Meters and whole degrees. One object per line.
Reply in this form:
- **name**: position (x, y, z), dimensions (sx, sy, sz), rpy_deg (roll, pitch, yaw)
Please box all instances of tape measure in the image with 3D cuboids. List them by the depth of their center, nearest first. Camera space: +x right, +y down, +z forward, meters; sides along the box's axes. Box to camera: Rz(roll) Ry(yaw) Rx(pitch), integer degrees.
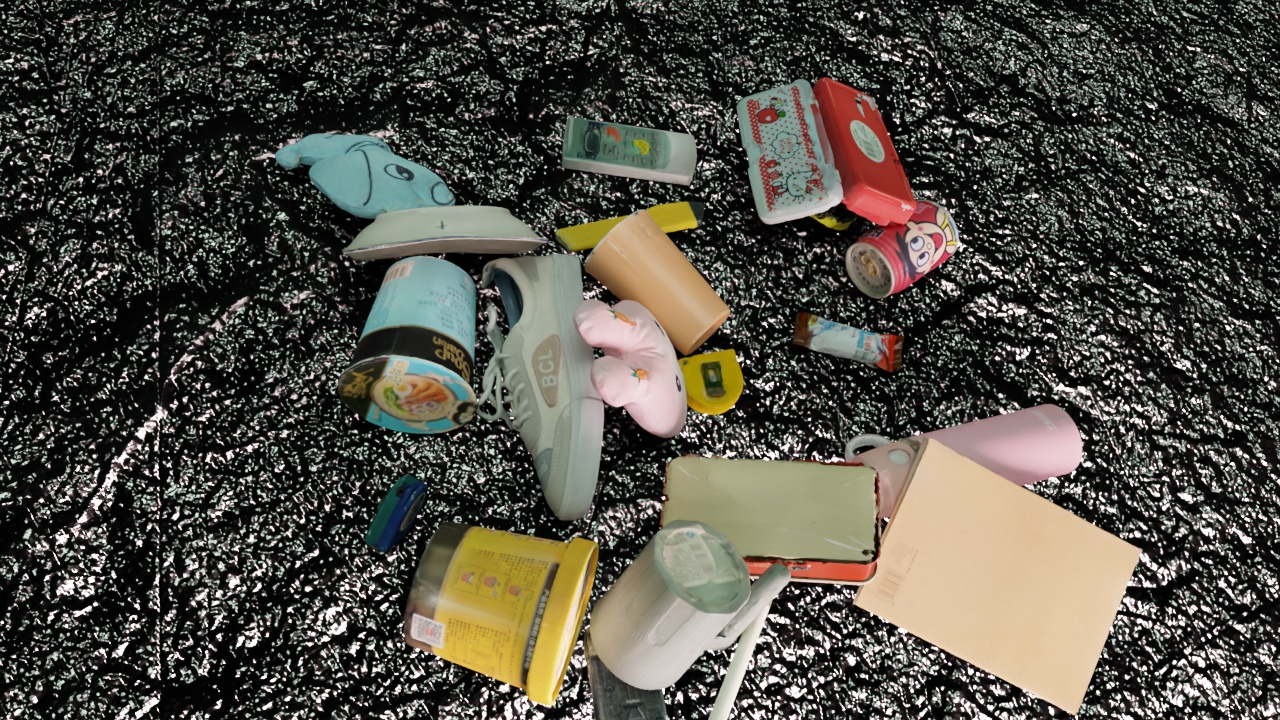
- **tape measure**: position (-0.189, 0.116, 0.714), dimensions (0.025, 0.054, 0.058), rpy_deg (28, 95, 2)
- **tape measure**: position (0.064, 0.018, 0.820), dimensions (0.060, 0.029, 0.057), rpy_deg (-9, 67, -14)

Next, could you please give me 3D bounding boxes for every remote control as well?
- **remote control**: position (-0.011, -0.212, 0.926), dimensions (0.135, 0.019, 0.056), rpy_deg (7, 63, -6)

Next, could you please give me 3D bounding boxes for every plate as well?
- **plate**: position (-0.164, -0.107, 0.772), dimensions (0.164, 0.164, 0.034), rpy_deg (-4, 94, -12)

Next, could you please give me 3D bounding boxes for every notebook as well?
- **notebook**: position (0.294, 0.176, 0.751), dimensions (0.211, 0.012, 0.149), rpy_deg (27, 81, -5)

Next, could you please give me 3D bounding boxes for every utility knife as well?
- **utility knife**: position (-0.007, -0.130, 0.889), dimensions (0.153, 0.015, 0.033), rpy_deg (-13, 61, -15)

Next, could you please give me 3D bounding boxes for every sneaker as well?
- **sneaker**: position (-0.089, 0.014, 0.761), dimensions (0.090, 0.090, 0.241), rpy_deg (1, 61, -18)

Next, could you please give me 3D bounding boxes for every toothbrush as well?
- **toothbrush**: position (0.062, 0.262, 0.706), dimensions (0.029, 0.020, 0.189), rpy_deg (42, 59, -22)

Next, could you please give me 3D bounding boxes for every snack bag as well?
- **snack bag**: position (0.195, -0.018, 0.863), dimensions (0.104, 0.026, 0.048), rpy_deg (17, 50, -1)

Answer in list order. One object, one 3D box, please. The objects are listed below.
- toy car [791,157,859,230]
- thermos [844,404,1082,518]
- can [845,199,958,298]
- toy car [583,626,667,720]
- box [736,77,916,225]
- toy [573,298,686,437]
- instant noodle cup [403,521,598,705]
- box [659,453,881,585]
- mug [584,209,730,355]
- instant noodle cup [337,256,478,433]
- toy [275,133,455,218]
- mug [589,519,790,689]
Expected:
- **toy car**: position (0.179, -0.172, 0.933), dimensions (0.048, 0.032, 0.105), rpy_deg (-18, 57, -24)
- **thermos**: position (0.278, 0.084, 0.809), dimensions (0.198, 0.067, 0.087), rpy_deg (-11, 39, -13)
- **can**: position (0.253, -0.108, 0.893), dimensions (0.093, 0.067, 0.066), rpy_deg (-32, 73, -22)
- **toy car**: position (-0.011, 0.252, 0.689), dimensions (0.054, 0.037, 0.120), rpy_deg (-3, 55, -13)
- **box**: position (0.180, -0.210, 0.909), dimensions (0.159, 0.065, 0.200), rpy_deg (1, 48, -5)
- **toy**: position (-0.004, 0.004, 0.752), dimensions (0.054, 0.159, 0.121), rpy_deg (-24, 75, 17)
- **instant noodle cup**: position (-0.101, 0.177, 0.669), dimensions (0.114, 0.119, 0.118), rpy_deg (14, 62, 5)
- **box**: position (0.102, 0.121, 0.723), dimensions (0.168, 0.077, 0.091), rpy_deg (1, 63, 10)
- **mug**: position (0.019, -0.067, 0.832), dimensions (0.078, 0.078, 0.123), rpy_deg (-40, 82, -24)
- **instant noodle cup**: position (-0.182, -0.017, 0.760), dimensions (0.111, 0.111, 0.120), rpy_deg (7, 54, -6)
- **toy**: position (-0.249, -0.167, 0.828), dimensions (0.161, 0.050, 0.156), rpy_deg (4, 36, -13)
- **mug**: position (0.038, 0.179, 0.676), dimensions (0.123, 0.104, 0.083), rpy_deg (8, 43, -28)
